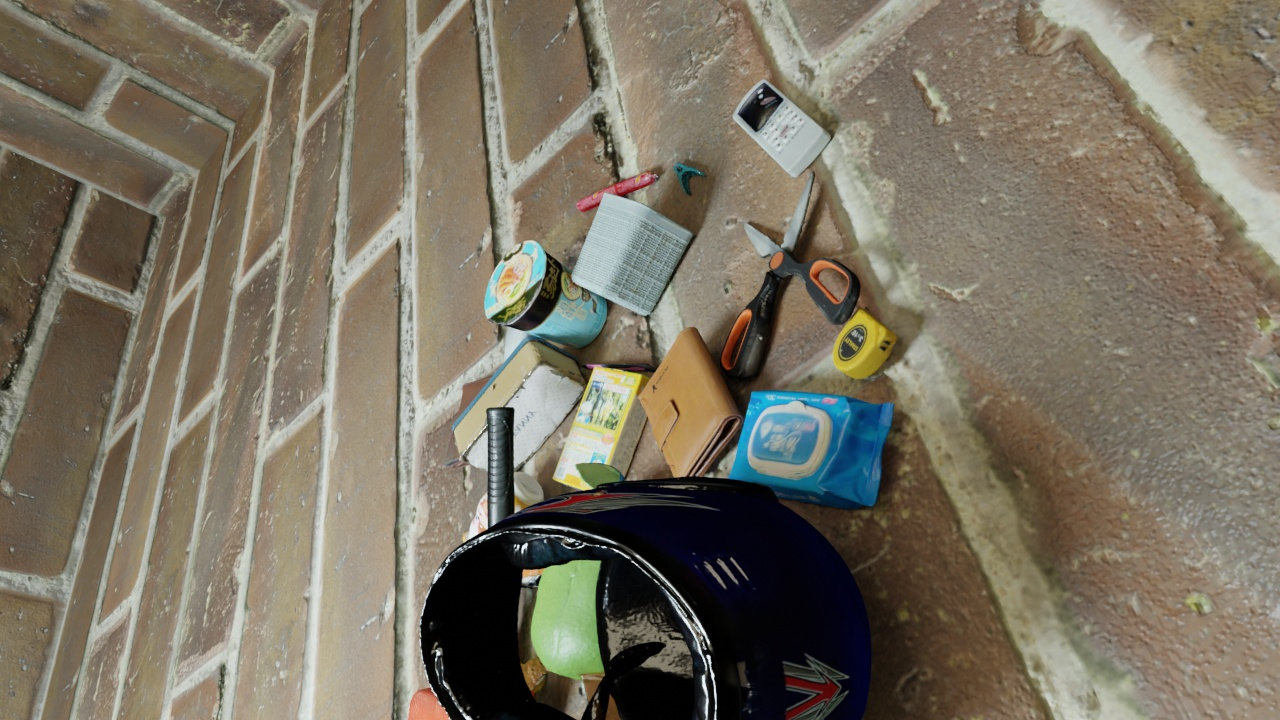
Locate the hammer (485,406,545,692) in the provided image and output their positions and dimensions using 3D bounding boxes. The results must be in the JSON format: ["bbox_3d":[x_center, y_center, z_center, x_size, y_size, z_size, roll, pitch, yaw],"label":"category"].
[{"bbox_3d":[-0.153,0.201,0.999,0.129,0.032,0.300,-1,88,46],"label":"hammer"}]

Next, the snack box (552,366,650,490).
[{"bbox_3d":[-0.039,0.079,1.017,0.087,0.033,0.140,8,77,50],"label":"snack box"}]

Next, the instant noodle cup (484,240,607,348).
[{"bbox_3d":[-0.107,-0.072,1.109,0.111,0.120,0.111,-25,53,38],"label":"instant noodle cup"}]

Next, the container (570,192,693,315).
[{"bbox_3d":[-0.014,-0.121,1.060,0.090,0.090,0.111,29,94,52],"label":"container"}]

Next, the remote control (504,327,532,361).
[{"bbox_3d":[-0.158,-0.001,1.193,0.056,0.020,0.135,-45,34,35],"label":"remote control"}]

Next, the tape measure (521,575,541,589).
[{"bbox_3d":[-0.115,0.219,1.020,0.066,0.033,0.065,-19,57,44],"label":"tape measure"}]

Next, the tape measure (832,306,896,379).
[{"bbox_3d":[0.197,-0.011,0.804,0.057,0.029,0.060,-56,21,13],"label":"tape measure"}]

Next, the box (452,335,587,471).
[{"bbox_3d":[-0.143,0.054,1.104,0.184,0.089,0.061,-48,39,14],"label":"box"}]

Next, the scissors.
[{"bbox_3d":[0.142,-0.078,0.905,0.221,0.021,0.234,-61,30,9],"label":"scissors"}]

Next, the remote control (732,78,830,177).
[{"bbox_3d":[0.151,-0.258,1.005,0.058,0.021,0.150,-49,41,17],"label":"remote control"}]

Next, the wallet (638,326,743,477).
[{"bbox_3d":[0.047,0.046,0.919,0.108,0.031,0.131,-57,36,30],"label":"wallet"}]

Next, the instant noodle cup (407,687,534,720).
[{"bbox_3d":[-0.180,0.399,0.935,0.165,0.079,0.188,-12,70,48],"label":"instant noodle cup"}]

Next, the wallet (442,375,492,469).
[{"bbox_3d":[-0.221,0.080,1.218,0.101,0.032,0.124,-20,52,50],"label":"wallet"}]

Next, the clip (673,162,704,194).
[{"bbox_3d":[0.055,-0.223,1.100,0.034,0.013,0.054,-48,43,17],"label":"clip"}]

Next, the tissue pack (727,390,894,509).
[{"bbox_3d":[0.144,0.074,0.795,0.157,0.052,0.095,3,71,49],"label":"tissue pack"}]

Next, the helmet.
[{"bbox_3d":[0.020,0.209,0.699,0.316,0.240,0.247,0,87,38],"label":"helmet"}]

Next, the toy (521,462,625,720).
[{"bbox_3d":[-0.043,0.226,0.888,0.227,0.090,0.246,8,67,30],"label":"toy"}]

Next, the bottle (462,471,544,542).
[{"bbox_3d":[-0.162,0.181,1.070,0.109,0.063,0.063,-47,41,19],"label":"bottle"}]

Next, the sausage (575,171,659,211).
[{"bbox_3d":[-0.032,-0.220,1.193,0.156,0.020,0.020,-13,60,44],"label":"sausage"}]

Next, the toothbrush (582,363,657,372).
[{"bbox_3d":[-0.006,0.006,1.037,0.190,0.014,0.017,1,60,49],"label":"toothbrush"}]
